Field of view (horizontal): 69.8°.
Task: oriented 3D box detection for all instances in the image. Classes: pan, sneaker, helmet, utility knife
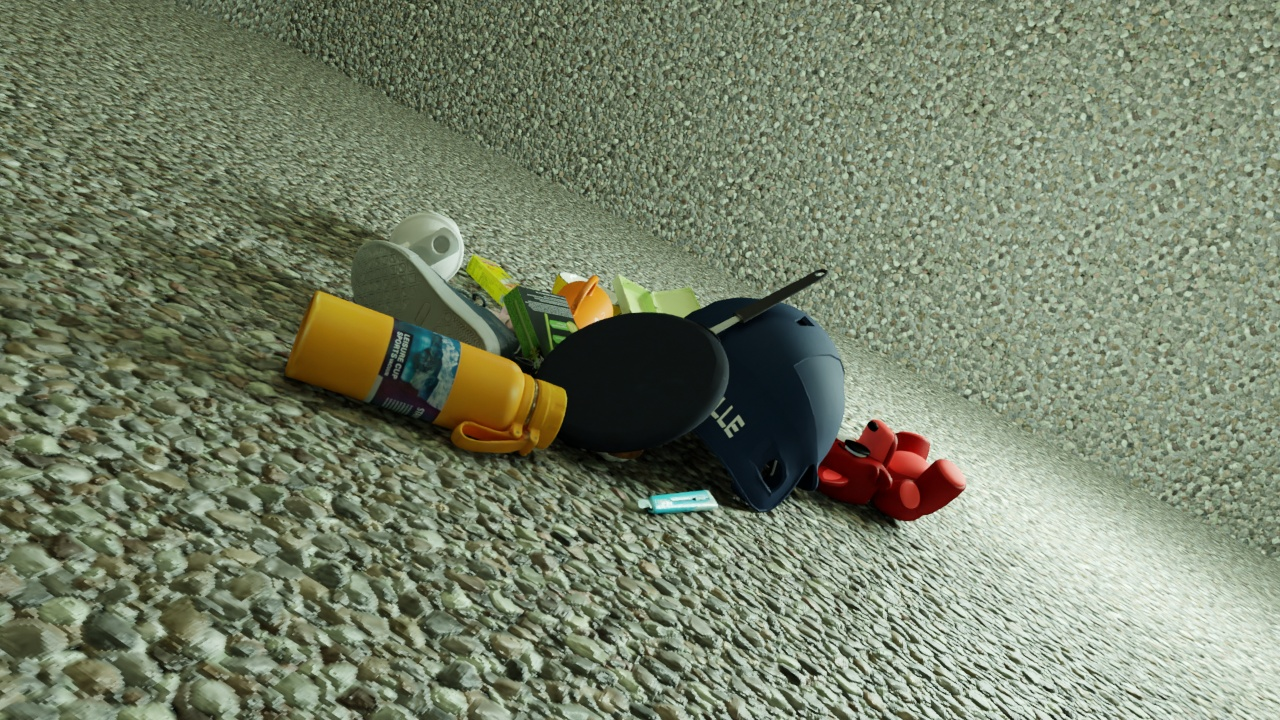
[{"bbox_3d":[0.054,-0.021,0.944,0.355,0.021,0.199,-28,43,-19],"label":"pan"},{"bbox_3d":[-0.213,-0.052,0.976,0.235,0.089,0.087,39,20,24],"label":"sneaker"},{"bbox_3d":[0.130,0.046,1.070,0.232,0.222,0.272,36,-20,34],"label":"helmet"},{"bbox_3d":[0.034,0.138,0.876,0.123,0.015,0.022,6,50,-53],"label":"utility knife"}]

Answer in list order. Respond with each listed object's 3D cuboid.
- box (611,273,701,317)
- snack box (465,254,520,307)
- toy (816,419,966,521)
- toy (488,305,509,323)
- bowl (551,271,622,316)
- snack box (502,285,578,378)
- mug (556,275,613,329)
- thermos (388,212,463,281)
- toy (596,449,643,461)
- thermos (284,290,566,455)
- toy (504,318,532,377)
[{"bbox_3d":[0.035,-0.050,1.314,0.140,0.047,0.187,4,37,-21],"label":"box"},{"bbox_3d":[-0.207,-0.111,1.338,0.040,0.029,0.148,16,17,-40],"label":"snack box"},{"bbox_3d":[0.299,0.137,1.189,0.197,0.121,0.158,15,18,-14],"label":"toy"},{"bbox_3d":[-0.158,-0.051,1.166,0.063,0.047,0.109,26,20,34],"label":"toy"},{"bbox_3d":[-0.082,-0.077,1.361,0.117,0.068,0.117,25,13,-6],"label":"bowl"},{"bbox_3d":[-0.094,-0.010,1.016,0.080,0.025,0.147,9,52,-53],"label":"snack box"},{"bbox_3d":[-0.080,-0.057,1.132,0.077,0.113,0.095,28,35,3],"label":"mug"},{"bbox_3d":[-0.286,-0.154,1.243,0.099,0.099,0.220,24,8,-13],"label":"thermos"},{"bbox_3d":[-0.025,0.066,0.928,0.087,0.067,0.113,6,6,-18],"label":"toy"},{"bbox_3d":[-0.181,0.023,0.794,0.232,0.091,0.076,21,-17,-23],"label":"thermos"},{"bbox_3d":[-0.130,-0.008,1.045,0.096,0.053,0.099,41,20,5],"label":"toy"}]
